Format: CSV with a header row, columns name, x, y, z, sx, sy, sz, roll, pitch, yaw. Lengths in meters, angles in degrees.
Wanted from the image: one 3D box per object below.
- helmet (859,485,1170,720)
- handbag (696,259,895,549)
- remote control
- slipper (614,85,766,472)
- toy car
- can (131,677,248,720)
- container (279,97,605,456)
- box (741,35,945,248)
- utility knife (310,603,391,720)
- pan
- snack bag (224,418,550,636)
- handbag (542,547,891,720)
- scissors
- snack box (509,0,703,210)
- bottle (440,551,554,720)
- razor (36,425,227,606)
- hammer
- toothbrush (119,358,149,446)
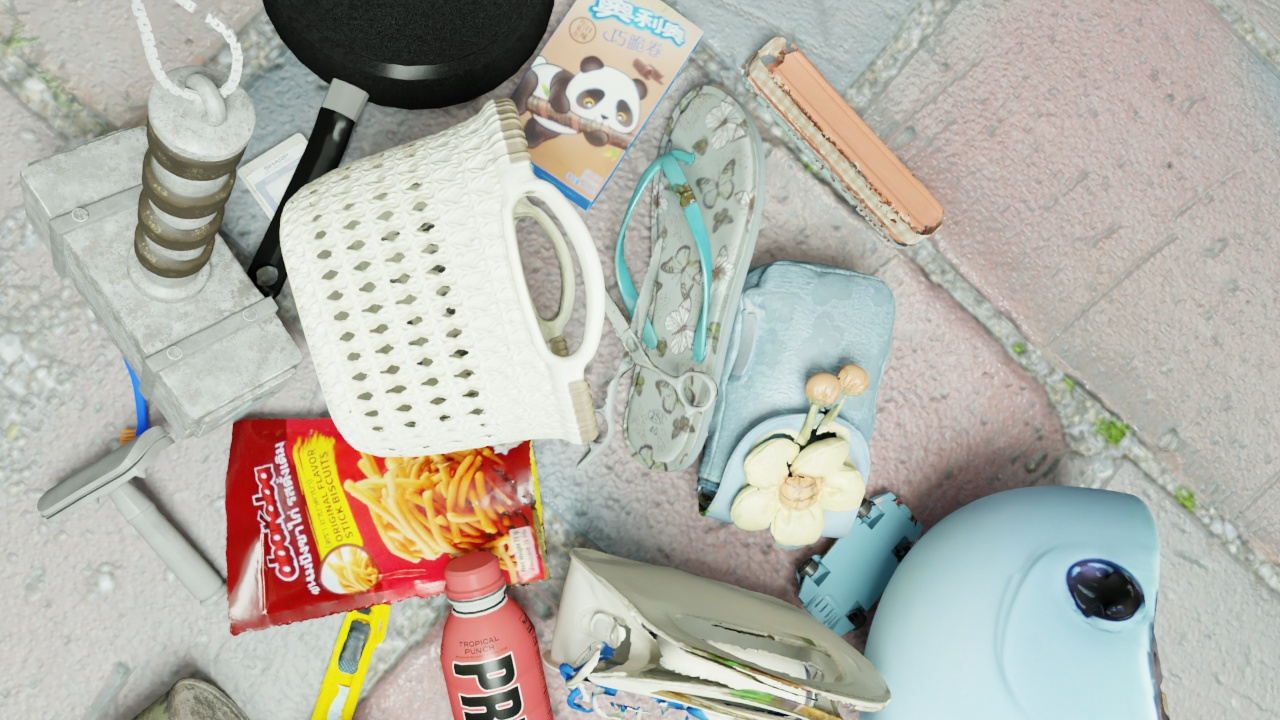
name,x,y,z,sx,sy,sz,roll,pitch,yaw
helmet,0.232,0.191,0.584,0.167,0.226,0.264,20,60,13
handbag,0.108,0.028,0.616,0.122,0.118,0.192,12,91,-5
remote control,-0.213,-0.086,0.625,0.050,0.011,0.136,-35,93,-9
slipper,0.026,-0.059,0.615,0.054,0.098,0.268,9,87,-45
toy car,0.155,0.145,0.664,0.107,0.028,0.060,-44,95,-18
can,-0.284,0.253,0.558,0.074,0.090,0.090,-38,93,-9
container,-0.101,-0.040,0.524,0.143,0.246,0.184,-14,97,-5
box,0.149,-0.159,0.668,0.187,0.056,0.059,45,113,-3
utility knife,-0.199,0.223,0.612,0.030,0.017,0.151,17,87,4
pan,-0.184,-0.206,0.612,0.204,0.044,0.355,22,80,-8
snack bag,-0.169,0.099,0.610,0.208,0.066,0.139,-5,89,-1
handbag,0.048,0.189,0.552,0.200,0.200,0.093,19,83,-22
scissors,-0.010,0.003,0.617,0.141,0.014,0.175,39,115,30
snack box,-0.032,-0.192,0.647,0.087,0.034,0.151,33,83,-6
bottle,-0.091,0.209,0.587,0.062,0.062,0.177,-12,101,-10
razor,-0.306,0.109,0.583,0.088,0.047,0.116,-27,108,16
hammer,-0.233,-0.072,0.466,0.079,0.327,0.177,-36,96,-33
toothbrush,-0.339,-0.023,0.600,0.018,0.016,0.182,-8,89,-4
